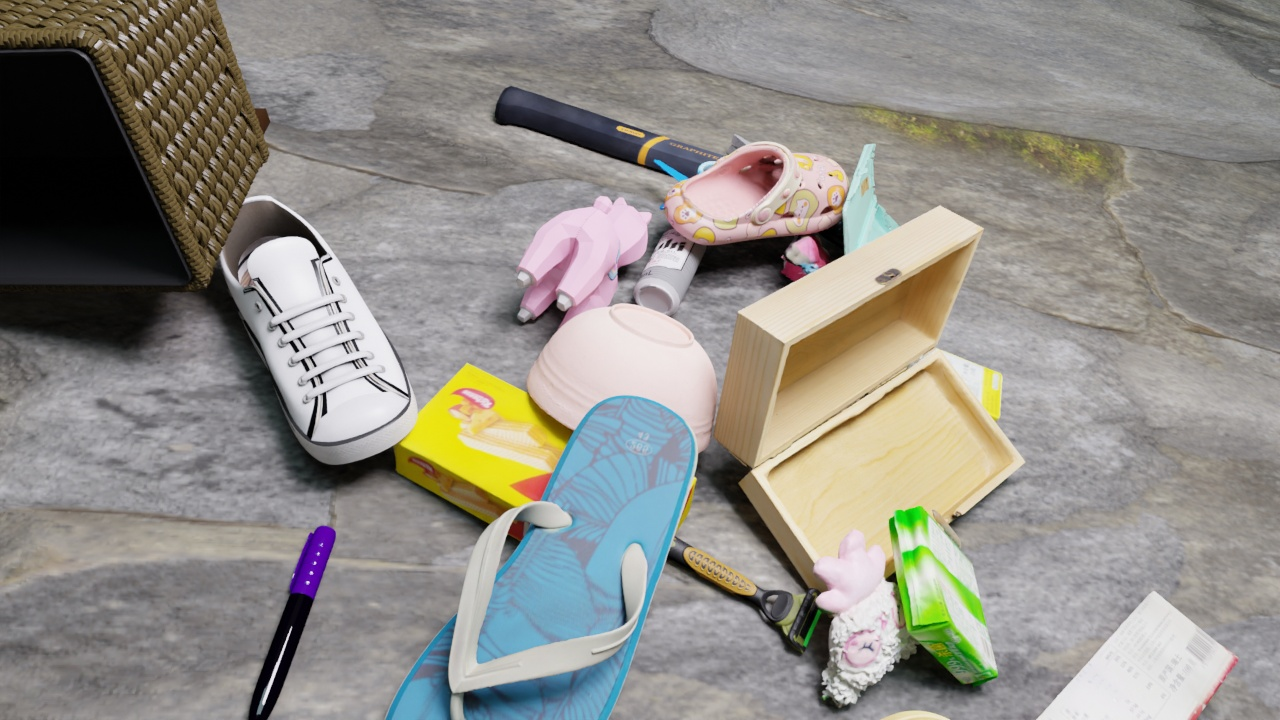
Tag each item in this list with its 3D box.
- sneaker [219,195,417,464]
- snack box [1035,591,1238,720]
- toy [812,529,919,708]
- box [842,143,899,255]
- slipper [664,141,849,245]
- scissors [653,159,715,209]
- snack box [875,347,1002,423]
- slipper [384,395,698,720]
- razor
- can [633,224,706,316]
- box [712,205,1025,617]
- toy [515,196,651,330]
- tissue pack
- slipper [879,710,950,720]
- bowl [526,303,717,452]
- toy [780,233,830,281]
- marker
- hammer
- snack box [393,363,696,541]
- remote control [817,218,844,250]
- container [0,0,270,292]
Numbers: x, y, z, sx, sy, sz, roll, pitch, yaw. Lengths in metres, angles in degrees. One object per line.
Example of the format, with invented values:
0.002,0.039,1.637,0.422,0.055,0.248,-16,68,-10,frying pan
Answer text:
-0.241,-0.037,0.662,0.091,0.097,0.245,-24,55,-19,sneaker
0.319,0.262,0.635,0.272,0.044,0.076,-25,55,-35,snack box
0.153,0.173,0.628,0.095,0.041,0.109,-27,102,-37,toy
0.225,-0.121,0.894,0.138,0.055,0.186,57,32,-16,box
0.115,-0.167,0.855,0.197,0.082,0.093,-14,55,-24,slipper
0.061,-0.168,0.905,0.125,0.013,0.126,39,43,20,scissors
0.259,0.012,0.850,0.149,0.026,0.061,22,47,3,snack box
-0.049,0.141,0.552,0.118,0.060,0.294,27,66,6,slipper
0.061,0.155,0.660,0.144,0.021,0.044,28,64,7,razor
0.029,-0.087,0.852,0.044,0.044,0.106,23,46,3,can
0.182,0.032,0.723,0.247,0.119,0.252,-27,103,-33,box
-0.043,-0.092,0.791,0.067,0.123,0.157,30,63,10,toy
0.216,0.166,0.654,0.114,0.034,0.099,44,34,-35,tissue pack
0.078,0.288,0.503,0.263,0.078,0.099,-29,63,-12,slipper
-0.004,0.004,0.697,0.153,0.076,0.152,18,20,-7,bowl
0.165,-0.095,0.907,0.065,0.050,0.102,44,24,-5,toy
-0.216,0.161,0.569,0.018,0.015,0.133,-7,46,13,marker
-0.002,-0.225,0.975,0.312,0.035,0.139,17,45,-2,hammer
-0.069,0.082,0.655,0.201,0.042,0.091,26,47,14,snack box
0.182,-0.148,0.948,0.140,0.021,0.045,31,39,-11,remote control
-0.442,-0.178,0.642,0.321,0.177,0.204,1,42,6,container
